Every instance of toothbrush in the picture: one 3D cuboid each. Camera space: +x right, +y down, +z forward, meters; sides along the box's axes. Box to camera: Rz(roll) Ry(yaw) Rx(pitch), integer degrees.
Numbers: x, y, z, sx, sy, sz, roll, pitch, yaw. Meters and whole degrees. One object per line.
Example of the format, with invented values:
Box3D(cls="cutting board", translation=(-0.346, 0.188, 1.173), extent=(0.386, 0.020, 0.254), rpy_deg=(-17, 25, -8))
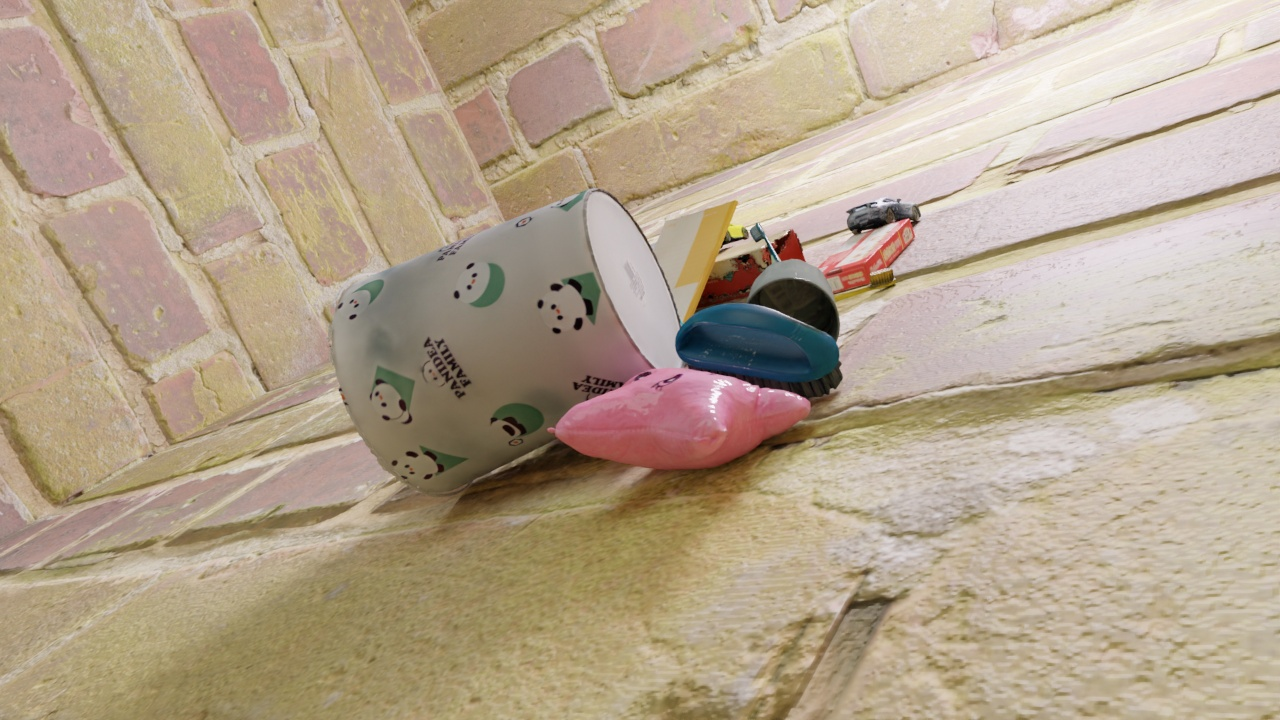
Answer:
Box3D(cls="toothbrush", translation=(0.164, -0.057, 0.923), extent=(0.190, 0.016, 0.015), rpy_deg=(-18, 16, 2))
Box3D(cls="toothbrush", translation=(0.150, -0.101, 1.014), extent=(0.018, 0.016, 0.191), rpy_deg=(-32, 37, 14))

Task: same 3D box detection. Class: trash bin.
Box3D(cls="trash bin", translation=(-0.110, -0.022, 0.842), extent=(0.252, 0.229, 0.229), rpy_deg=(-22, 13, 19))

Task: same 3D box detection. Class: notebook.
Box3D(cls="notebook", translation=(0.041, -0.102, 1.150), extent=(0.146, 0.010, 0.206), rpy_deg=(-6, 56, 55))

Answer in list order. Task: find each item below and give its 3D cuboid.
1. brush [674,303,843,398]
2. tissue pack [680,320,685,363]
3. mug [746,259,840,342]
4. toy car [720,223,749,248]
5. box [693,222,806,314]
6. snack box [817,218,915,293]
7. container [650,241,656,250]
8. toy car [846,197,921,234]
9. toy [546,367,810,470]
Box3D(cls="brush", translation=(0.089, -0.013, 0.731), extent=(0.144, 0.073, 0.055), rpy_deg=(10, 53, 35))
Box3D(cls="tissue pack", translation=(-0.006, 0.006, 0.959), extent=(0.093, 0.050, 0.133), rpy_deg=(-15, 16, 30))
Box3D(cls="mug", translation=(0.122, -0.030, 0.830), extent=(0.124, 0.083, 0.103), rpy_deg=(-47, 4, 19))
Box3D(cls="toy car", translation=(0.106, -0.167, 1.215), extent=(0.048, 0.032, 0.105), rpy_deg=(-17, -1, 32))
Box3D(cls="box", translation=(0.117, -0.115, 1.150), extent=(0.091, 0.078, 0.169), rpy_deg=(-34, 15, -39))
Box3D(cls="snack box", translation=(0.248, -0.115, 1.029), extent=(0.075, 0.025, 0.152), rpy_deg=(-14, 17, 39))
Box3D(cls="container", translation=(0.041, -0.116, 1.283), extent=(0.090, 0.090, 0.114), rpy_deg=(-22, 16, 13))
Box3D(cls="toy car", translation=(0.297, -0.178, 1.120), extent=(0.054, 0.037, 0.120), rpy_deg=(-16, -4, 42))
Box3D(cls="toy", translation=(0.021, 0.044, 0.674), extent=(0.178, 0.074, 0.195), rpy_deg=(-7, 3, -22))
